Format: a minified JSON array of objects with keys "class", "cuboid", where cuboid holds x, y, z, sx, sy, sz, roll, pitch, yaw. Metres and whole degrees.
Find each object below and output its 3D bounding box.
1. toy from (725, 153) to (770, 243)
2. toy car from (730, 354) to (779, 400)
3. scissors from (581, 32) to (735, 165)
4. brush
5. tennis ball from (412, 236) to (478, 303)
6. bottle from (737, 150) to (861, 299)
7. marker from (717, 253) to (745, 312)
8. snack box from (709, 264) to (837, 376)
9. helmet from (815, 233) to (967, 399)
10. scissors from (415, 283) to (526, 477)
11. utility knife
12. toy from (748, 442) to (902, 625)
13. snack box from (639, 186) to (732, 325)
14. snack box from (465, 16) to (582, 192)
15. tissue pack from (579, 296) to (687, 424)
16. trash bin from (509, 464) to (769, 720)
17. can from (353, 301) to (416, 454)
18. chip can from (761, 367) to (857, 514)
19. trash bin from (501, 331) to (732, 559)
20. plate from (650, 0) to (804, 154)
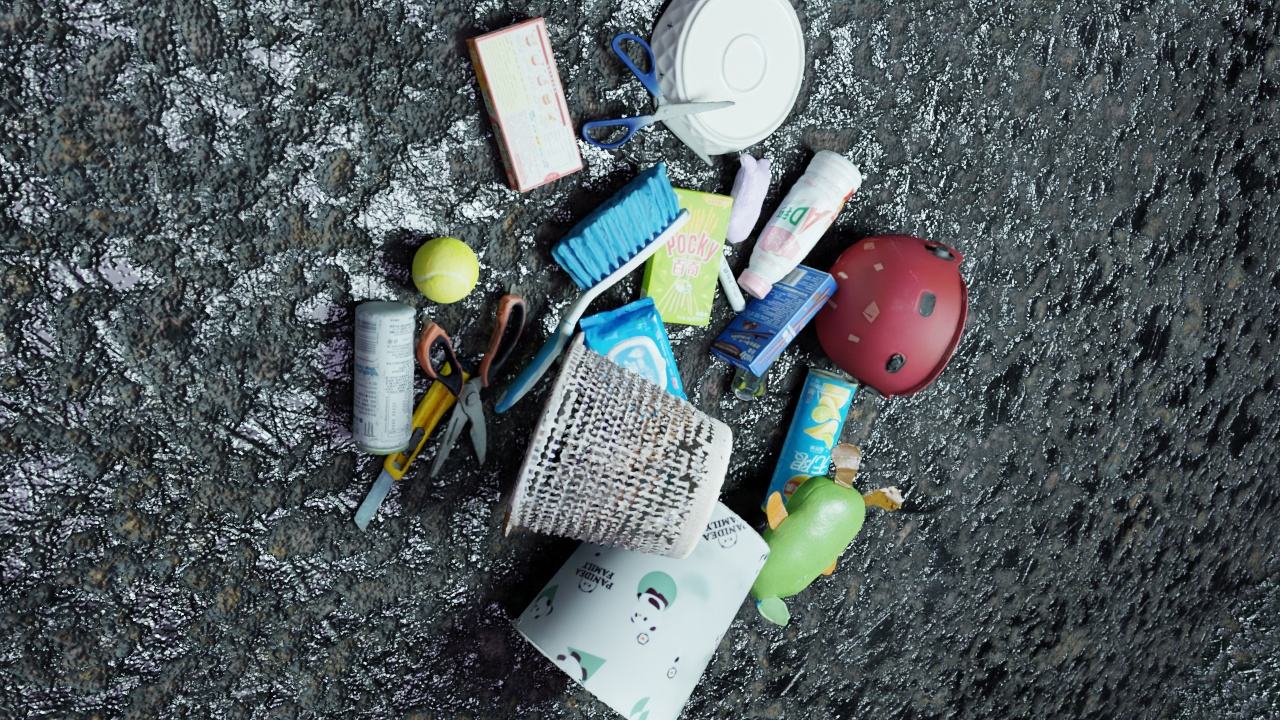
[{"class":"toy","cuboid":[0.125,-0.192,1.098,0.083,0.039,0.108,-5,117,-61]},{"class":"toy car","cuboid":[0.147,0.008,1.194,0.042,0.035,0.090,19,96,-35]},{"class":"scissors","cuboid":[0.014,-0.271,0.982,0.162,0.012,0.176,-29,112,2]},{"class":"brush","cuboid":[-0.066,-0.081,1.001,0.314,0.060,0.109,-40,112,-9]},{"class":"tennis ball","cuboid":[-0.194,-0.090,0.913,0.065,0.065,0.065,-12,113,-30]},{"class":"bottle","cuboid":[0.193,-0.166,1.144,0.068,0.068,0.197,37,90,-37]},{"class":"marker","cuboid":[0.099,-0.112,1.130,0.022,0.018,0.131,-33,122,-8]},{"class":"snack box","cuboid":[0.167,-0.054,1.153,0.157,0.084,0.026,-48,126,-10]},{"class":"helmet","cuboid":[0.303,-0.066,1.165,0.144,0.239,0.207,22,107,-5]},{"class":"scissors","cuboid":[-0.179,0.020,0.977,0.188,0.015,0.226,-46,143,-29]},{"class":"utility knife","cuboid":[-0.242,0.088,0.978,0.033,0.015,0.219,33,88,-34]},{"class":"toy","cuboid":[0.223,0.225,1.206,0.246,0.090,0.227,-45,128,-1]},{"class":"snack box","cuboid":[0.051,-0.121,1.077,0.085,0.026,0.156,5,105,-20]},{"class":"snack box","cuboid":[-0.115,-0.257,0.928,0.076,0.027,0.156,-27,120,-22]},{"class":"tissue pack","cuboid":[-0.006,0.006,1.066,0.095,0.052,0.157,-21,119,-2]},{"class":"trash bin","cuboid":[0.009,0.277,1.097,0.251,0.230,0.229,-54,127,-13]},{"class":"can","cuboid":[-0.256,0.017,0.916,0.058,0.058,0.147,-5,110,-32]},{"class":"chip can","cuboid":[0.234,0.120,1.270,0.071,0.071,0.210,12,100,-36]},{"class":"trash bin","cuboid":[-0.017,0.107,0.962,0.192,0.227,0.227,20,96,-1]},{"class":"plate","cuboid":[0.106,-0.335,1.035,0.204,0.045,0.205,-12,114,-29]}]
